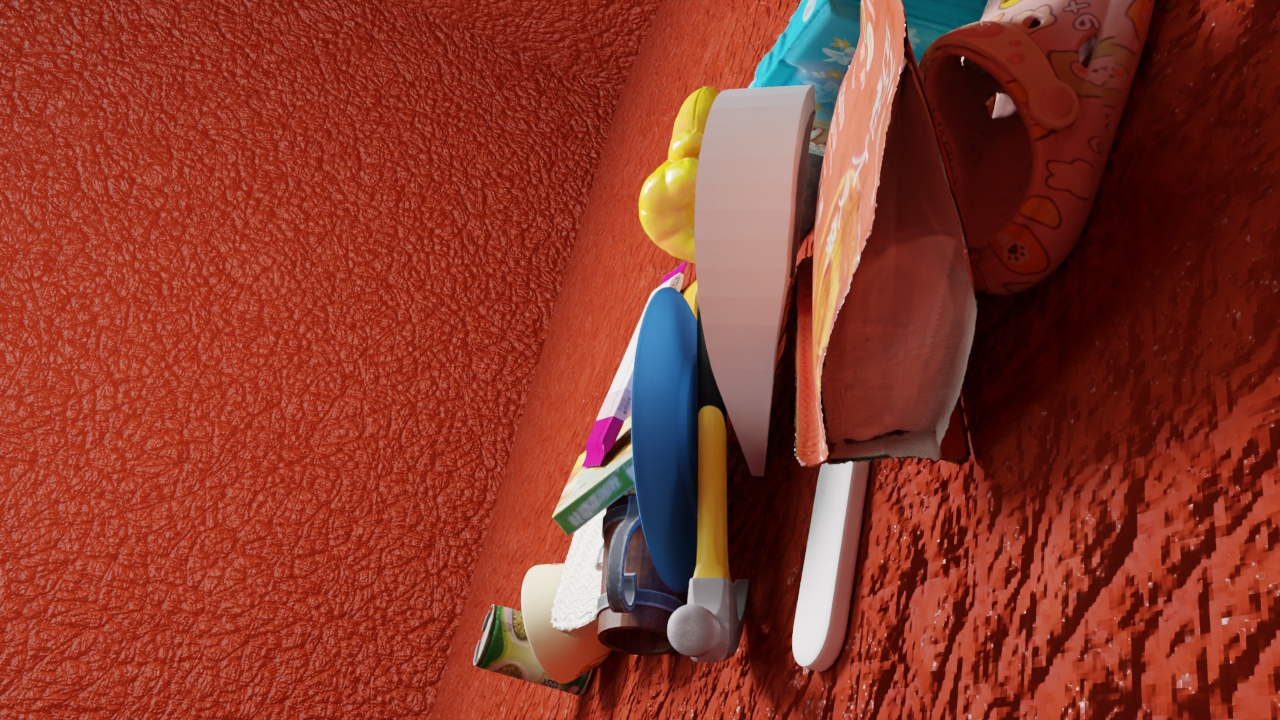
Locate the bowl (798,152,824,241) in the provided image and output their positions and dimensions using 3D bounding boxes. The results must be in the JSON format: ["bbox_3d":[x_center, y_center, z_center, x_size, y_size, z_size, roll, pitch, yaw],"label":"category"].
[{"bbox_3d":[0.121,-0.182,0.814,0.162,0.070,0.162,-162,91,-79],"label":"bowl"}]

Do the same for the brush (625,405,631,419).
[{"bbox_3d":[0.000,0.073,1.052,0.082,0.042,0.174,-87,19,-57],"label":"brush"}]

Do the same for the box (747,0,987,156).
[{"bbox_3d":[0.160,-0.197,0.594,0.227,0.168,0.086,156,93,-82],"label":"box"}]

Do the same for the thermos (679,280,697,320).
[{"bbox_3d":[0.061,-0.034,0.880,0.233,0.091,0.076,155,105,-76],"label":"thermos"}]

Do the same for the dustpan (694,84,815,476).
[{"bbox_3d":[0.094,-0.061,0.616,0.258,0.053,0.191,63,-145,-55],"label":"dustpan"}]

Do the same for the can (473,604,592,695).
[{"bbox_3d":[-0.110,0.309,0.978,0.067,0.121,0.067,-162,91,-79],"label":"can"}]

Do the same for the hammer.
[{"bbox_3d":[0.049,0.037,0.626,0.127,0.029,0.323,53,-144,-64],"label":"hammer"}]

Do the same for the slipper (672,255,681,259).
[{"bbox_3d":[0.067,-0.169,1.099,0.248,0.059,0.104,-99,30,-66],"label":"slipper"}]

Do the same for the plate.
[{"bbox_3d":[0.039,0.057,0.680,0.224,0.024,0.224,-3,-90,-73],"label":"plate"}]

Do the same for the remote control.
[{"bbox_3d":[0.109,0.107,0.523,0.043,0.013,0.136,132,155,-64],"label":"remote control"}]

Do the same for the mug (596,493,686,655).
[{"bbox_3d":[-0.001,0.167,0.744,0.117,0.081,0.110,66,-155,-49],"label":"mug"}]

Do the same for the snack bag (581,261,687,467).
[{"bbox_3d":[-0.005,0.005,0.816,0.196,0.016,0.070,-67,13,-14],"label":"snack bag"}]

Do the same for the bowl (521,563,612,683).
[{"bbox_3d":[-0.056,0.251,0.910,0.074,0.118,0.117,-21,30,15],"label":"bowl"}]

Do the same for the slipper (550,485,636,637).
[{"bbox_3d":[-0.018,0.154,0.893,0.115,0.054,0.271,-34,23,34],"label":"slipper"}]

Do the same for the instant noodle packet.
[{"bbox_3d":[0.105,-0.081,0.414,0.164,0.084,0.221,-79,-18,-44],"label":"instant noodle packet"}]

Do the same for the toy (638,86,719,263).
[{"bbox_3d":[0.062,-0.180,0.936,0.088,0.134,0.193,-12,37,30],"label":"toy"}]

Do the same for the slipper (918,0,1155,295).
[{"bbox_3d":[0.175,-0.131,0.432,0.093,0.081,0.197,155,131,-74],"label":"slipper"}]

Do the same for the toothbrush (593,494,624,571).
[{"bbox_3d":[-0.018,0.125,0.866,0.017,0.012,0.186,-15,32,22],"label":"toothbrush"}]

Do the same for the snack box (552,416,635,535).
[{"bbox_3d":[-0.011,0.080,0.822,0.132,0.027,0.168,-39,6,10],"label":"snack box"}]
